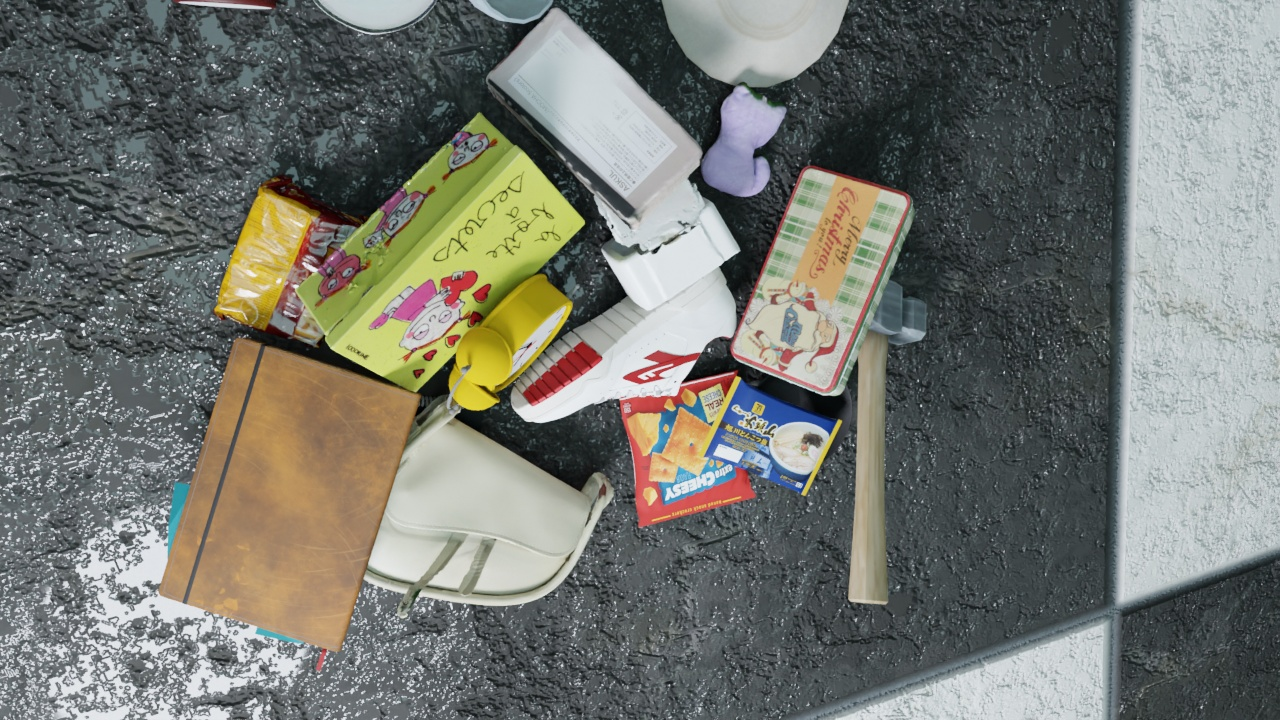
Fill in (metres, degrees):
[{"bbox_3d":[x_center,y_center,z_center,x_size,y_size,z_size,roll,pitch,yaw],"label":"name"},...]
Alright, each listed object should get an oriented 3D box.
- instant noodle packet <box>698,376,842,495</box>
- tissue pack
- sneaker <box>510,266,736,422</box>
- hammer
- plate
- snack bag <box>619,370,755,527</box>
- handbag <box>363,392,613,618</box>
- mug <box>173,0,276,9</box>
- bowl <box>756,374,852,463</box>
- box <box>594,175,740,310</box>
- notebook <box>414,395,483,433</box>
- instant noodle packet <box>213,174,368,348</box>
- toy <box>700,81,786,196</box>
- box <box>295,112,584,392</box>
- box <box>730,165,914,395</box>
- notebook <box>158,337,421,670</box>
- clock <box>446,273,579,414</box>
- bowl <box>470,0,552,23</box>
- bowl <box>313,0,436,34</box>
[{"bbox_3d":[0.132,0.078,0.926,0.134,0.026,0.087,22,97,-22],"label":"instant noodle packet"},{"bbox_3d":[-0.034,-0.208,0.795,0.181,0.071,0.104,44,89,8],"label":"tissue pack"},{"bbox_3d":[-0.006,0.004,0.892,0.236,0.090,0.104,-37,118,-7],"label":"sneaker"},{"bbox_3d":[0.230,0.076,0.917,0.117,0.051,0.322,13,74,-31],"label":"hammer"},{"bbox_3d":[0.111,-0.346,0.835,0.188,0.027,0.189,-5,109,-15],"label":"plate"},{"bbox_3d":[0.049,0.091,0.957,0.130,0.039,0.144,-12,106,-12],"label":"snack bag"},{"bbox_3d":[-0.153,0.150,0.859,0.229,0.132,0.184,32,92,-26],"label":"handbag"},{"bbox_3d":[-0.306,-0.315,0.704,0.105,0.073,0.083,-15,115,-43],"label":"mug"},{"bbox_3d":[0.155,0.052,0.968,0.124,0.052,0.124,-5,109,-15],"label":"bowl"},{"bbox_3d":[0.007,-0.131,0.837,0.110,0.103,0.130,-36,111,-2],"label":"box"},{"bbox_3d":[-0.262,0.102,0.882,0.206,0.016,0.149,4,108,-18],"label":"notebook"},{"bbox_3d":[-0.299,-0.083,0.796,0.098,0.039,0.135,21,103,-23],"label":"instant noodle packet"},{"bbox_3d":[0.101,-0.207,0.876,0.080,0.036,0.100,15,108,-31],"label":"toy"},{"bbox_3d":[-0.166,-0.089,0.783,0.221,0.082,0.124,-42,150,0],"label":"box"},{"bbox_3d":[0.175,-0.077,0.886,0.118,0.050,0.205,24,92,22],"label":"box"},{"bbox_3d":[-0.310,0.120,0.785,0.178,0.014,0.249,18,93,-1],"label":"notebook"},{"bbox_3d":[-0.119,-0.014,0.821,0.052,0.114,0.151,41,60,4],"label":"clock"},{"bbox_3d":[-0.116,-0.331,0.752,0.106,0.039,0.106,-14,109,-47],"label":"bowl"},{"bbox_3d":[-0.213,-0.319,0.727,0.116,0.065,0.116,-5,109,-15],"label":"bowl"}]
